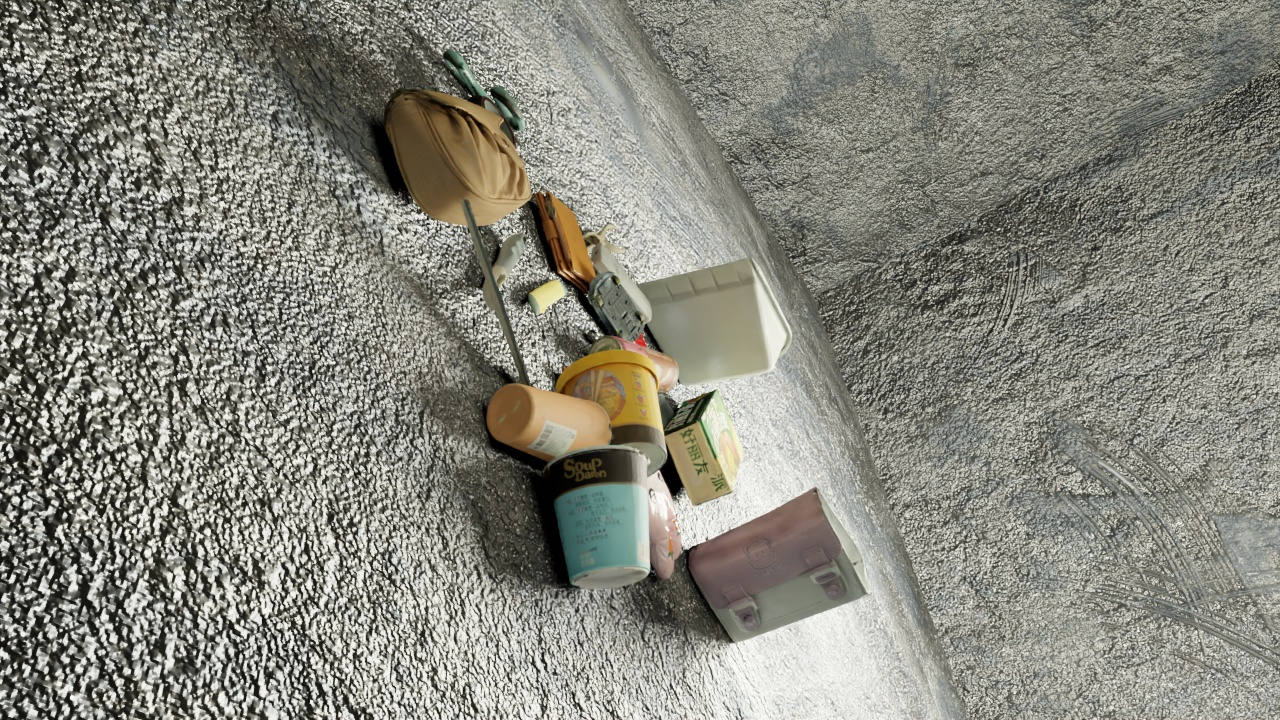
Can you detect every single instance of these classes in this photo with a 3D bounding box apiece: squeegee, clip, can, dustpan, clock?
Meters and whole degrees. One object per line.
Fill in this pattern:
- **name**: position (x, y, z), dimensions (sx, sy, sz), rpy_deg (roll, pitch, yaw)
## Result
- **squeegee**: position (-0.155, -0.096, 1.031), dimensions (0.246, 0.039, 0.247), rpy_deg (-94, 170, -63)
- **clip**: position (-0.056, -0.174, 1.435), dimensions (0.089, 0.035, 0.103), rpy_deg (58, 23, -15)
- **can**: position (-0.007, 0.007, 1.243), dimensions (0.147, 0.058, 0.058), rpy_deg (18, 47, -55)
- **dustpan**: position (0.133, -0.062, 1.526), dimensions (0.258, 0.223, 0.142), rpy_deg (68, 27, -24)
- **clock**: position (-0.198, -0.290, 1.158), dimensions (0.082, 0.055, 0.121), rpy_deg (55, 17, -23)

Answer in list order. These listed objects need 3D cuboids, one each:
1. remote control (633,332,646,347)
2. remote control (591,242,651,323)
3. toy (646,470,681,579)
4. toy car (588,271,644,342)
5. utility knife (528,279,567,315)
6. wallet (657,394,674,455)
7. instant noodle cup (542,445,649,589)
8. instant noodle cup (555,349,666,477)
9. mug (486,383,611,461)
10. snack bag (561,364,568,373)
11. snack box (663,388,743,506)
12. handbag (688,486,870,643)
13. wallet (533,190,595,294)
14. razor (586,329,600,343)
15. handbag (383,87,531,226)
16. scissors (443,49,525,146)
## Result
- **remote control**: position (-0.026, -0.069, 1.393), dimensions (0.055, 0.020, 0.136), rpy_deg (16, 50, -66)
- **remote control**: position (-0.028, -0.114, 1.383), dimensions (0.135, 0.019, 0.056), rpy_deg (50, 20, -30)
- **toy**: position (0.009, 0.176, 1.091), dimensions (0.159, 0.054, 0.121), rpy_deg (65, 18, -11)
- **toy car**: position (-0.037, -0.073, 1.310), dimensions (0.054, 0.037, 0.121), rpy_deg (-51, 130, -24)
- **utility knife**: position (-0.114, -0.084, 1.164), dimensions (0.031, 0.019, 0.175), rpy_deg (65, 18, -8)
- **wallet**: position (0.027, 0.076, 1.342), dimensions (0.121, 0.019, 0.097), rpy_deg (56, 18, -30)
- **instant noodle cup**: position (-0.038, 0.160, 0.910), dimensions (0.111, 0.111, 0.120), rpy_deg (36, 41, -56)
- **instant noodle cup**: position (-0.027, 0.068, 1.022), dimensions (0.118, 0.119, 0.114), rpy_deg (41, 28, -51)
- **mug**: position (-0.094, 0.066, 0.922), dimensions (0.122, 0.078, 0.078), rpy_deg (25, 41, -56)
- **snack bag**: position (-0.066, 0.032, 1.120), dimensions (0.105, 0.026, 0.045), rpy_deg (20, 55, -64)
- **snack box**: position (0.096, 0.123, 1.358), dimensions (0.239, 0.063, 0.114), rpy_deg (-38, 105, -77)
- **handbag**: position (0.179, 0.270, 1.195), dimensions (0.145, 0.197, 0.098), rpy_deg (57, 18, -17)
- **wallet**: position (-0.104, -0.166, 1.290), dimensions (0.107, 0.031, 0.131), rpy_deg (32, 35, -65)
- **razor**: position (-0.034, -0.014, 1.288), dimensions (0.142, 0.022, 0.042), rpy_deg (27, 46, -52)
- **handbag**: position (-0.191, -0.225, 1.008), dimensions (0.148, 0.100, 0.204), rpy_deg (61, 15, -3)
- **scissors**: position (-0.188, -0.334, 1.213), dimensions (0.177, 0.019, 0.174), rpy_deg (36, -11, 44)
